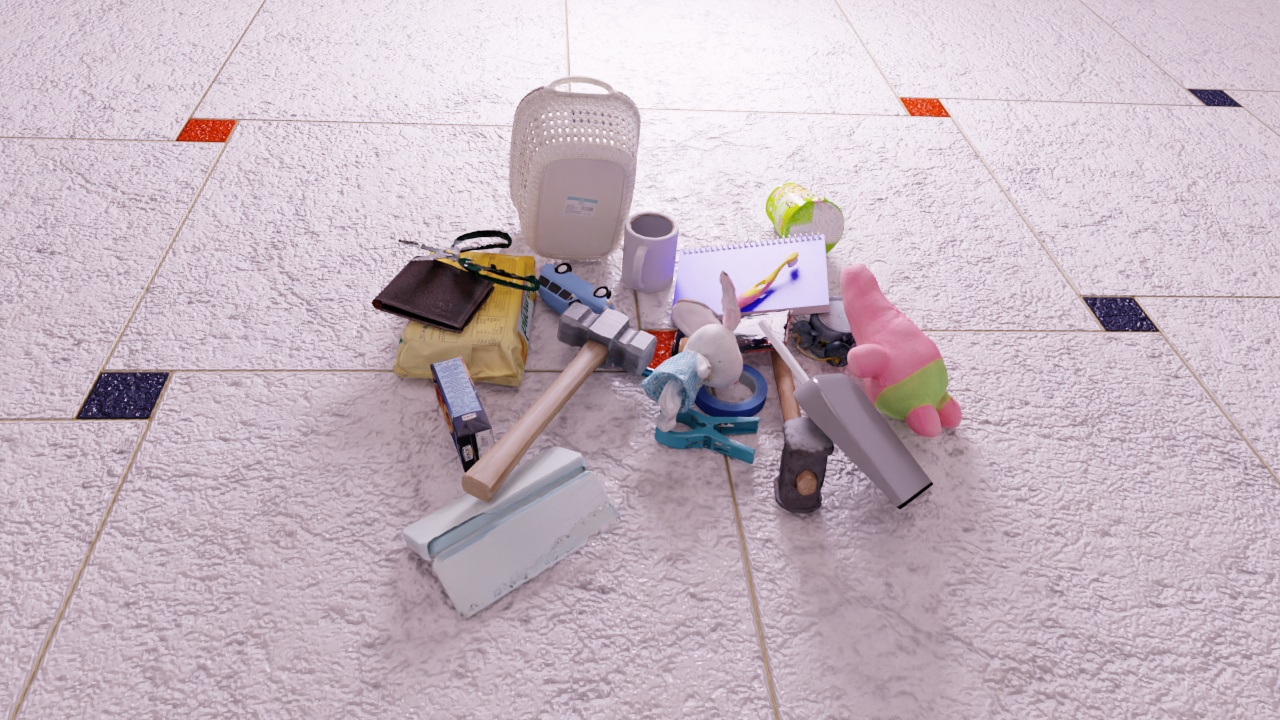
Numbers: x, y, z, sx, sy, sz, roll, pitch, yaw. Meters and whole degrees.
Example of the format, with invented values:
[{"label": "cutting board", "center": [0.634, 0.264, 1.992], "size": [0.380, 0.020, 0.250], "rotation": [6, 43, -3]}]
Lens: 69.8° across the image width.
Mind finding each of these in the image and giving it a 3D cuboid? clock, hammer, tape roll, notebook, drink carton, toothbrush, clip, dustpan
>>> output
[{"label": "clock", "center": [0.255, -0.034, 1.214], "size": [0.090, 0.052, 0.129], "rotation": [33, 53, 28]}, {"label": "hammer", "center": [0.177, 0.045, 1.103], "size": [0.052, 0.098, 0.327], "rotation": [3, 33, -1]}, {"label": "hammer", "center": [-0.098, 0.044, 1.041], "size": [0.117, 0.051, 0.321], "rotation": [24, 42, 13]}, {"label": "tape roll", "center": [0.111, 0.037, 1.141], "size": [0.093, 0.016, 0.091], "rotation": [3, 41, -2]}, {"label": "notebook", "center": [0.153, -0.116, 1.278], "size": [0.209, 0.022, 0.171], "rotation": [-5, 41, 13]}, {"label": "drink carton", "center": [-0.202, 0.061, 1.047], "size": [0.040, 0.064, 0.130], "rotation": [-17, 45, -16]}, {"label": "toothbrush", "center": [0.168, -0.105, 1.235], "size": [0.135, 0.016, 0.021], "rotation": [-39, 48, -21]}, {"label": "clip", "center": [0.081, 0.075, 1.090], "size": [0.127, 0.028, 0.113], "rotation": [4, 36, -1]}, {"label": "dustpan", "center": [0.217, 0.050, 1.017], "size": [0.257, 0.033, 0.163], "rotation": [56, 23, 15]}]

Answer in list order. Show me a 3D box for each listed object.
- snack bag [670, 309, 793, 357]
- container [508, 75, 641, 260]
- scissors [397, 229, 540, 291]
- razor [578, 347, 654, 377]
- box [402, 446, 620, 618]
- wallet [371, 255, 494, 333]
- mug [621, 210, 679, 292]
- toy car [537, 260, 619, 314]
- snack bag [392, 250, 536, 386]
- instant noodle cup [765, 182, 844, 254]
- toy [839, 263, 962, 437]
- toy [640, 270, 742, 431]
[{"label": "snack bag", "center": [0.116, -0.033, 1.182], "size": [0.155, 0.018, 0.074], "rotation": [-6, 35, 21]}, {"label": "container", "center": [-0.092, -0.258, 1.302], "size": [0.184, 0.247, 0.142], "rotation": [0, 50, -11]}, {"label": "scissors", "center": [-0.209, -0.140, 1.195], "size": [0.202, 0.015, 0.203], "rotation": [18, 26, 5]}, {"label": "razor", "center": [-0.007, 0.007, 1.164], "size": [0.144, 0.022, 0.042], "rotation": [24, 43, 14]}, {"label": "box", "center": [-0.132, 0.169, 0.951], "size": [0.197, 0.075, 0.125], "rotation": [-27, 70, -28]}, {"label": "wallet", "center": [-0.253, -0.083, 1.133], "size": [0.120, 0.031, 0.099], "rotation": [18, 45, 11]}, {"label": "mug", "center": [0.009, -0.145, 1.285], "size": [0.073, 0.090, 0.105], "rotation": [14, 42, 10]}, {"label": "toy car", "center": [-0.083, -0.081, 1.222], "size": [0.054, 0.056, 0.153], "rotation": [-42, 49, -18]}, {"label": "snack bag", "center": [-0.221, -0.065, 1.189], "size": [0.159, 0.068, 0.246], "rotation": [2, 41, -2]}, {"label": "instant noodle cup", "center": [0.243, -0.219, 1.398], "size": [0.099, 0.099, 0.108], "rotation": [-7, 34, -14]}, {"label": "toy", "center": [0.304, -0.012, 1.122], "size": [0.191, 0.097, 0.236], "rotation": [-3, 64, -56]}, {"label": "toy", "center": [0.075, 0.005, 1.091], "size": [0.105, 0.131, 0.204], "rotation": [36, 53, -13]}]
